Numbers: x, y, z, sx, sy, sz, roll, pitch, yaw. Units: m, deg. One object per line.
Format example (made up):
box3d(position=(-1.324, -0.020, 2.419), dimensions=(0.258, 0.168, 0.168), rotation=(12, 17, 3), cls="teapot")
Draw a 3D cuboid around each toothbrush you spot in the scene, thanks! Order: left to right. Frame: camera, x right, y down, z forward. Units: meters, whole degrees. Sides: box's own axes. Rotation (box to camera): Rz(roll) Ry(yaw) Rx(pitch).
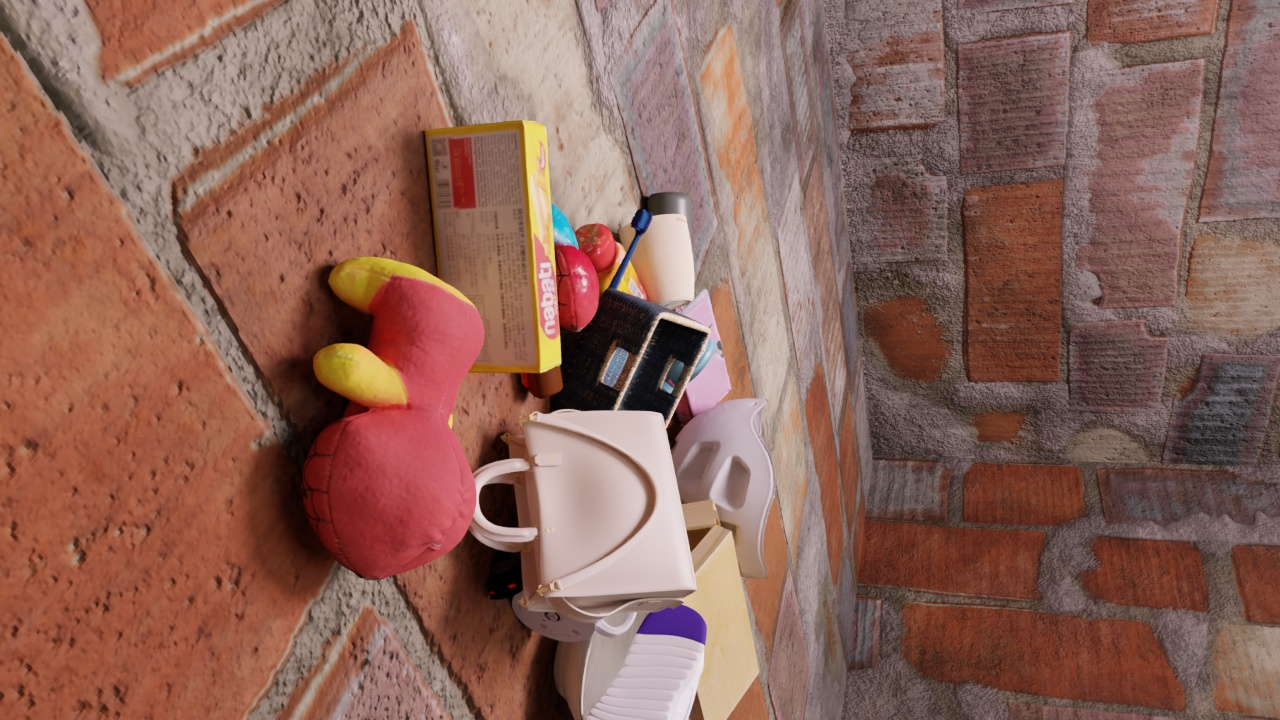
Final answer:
box3d(position=(-0.034, -0.077, 0.990), dimensions=(0.017, 0.016, 0.190), rotation=(27, 88, -46), cls="toothbrush")

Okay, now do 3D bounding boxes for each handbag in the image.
box3d(position=(-0.064, 0.136, 0.823), dimensions=(0.197, 0.102, 0.194), rotation=(6, 59, -29), cls="handbag")

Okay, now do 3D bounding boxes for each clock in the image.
box3d(position=(0.047, 0.007, 1.148), dimensions=(0.042, 0.123, 0.087), rotation=(41, 37, -15), cls="clock")

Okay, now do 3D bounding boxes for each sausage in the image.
box3d(position=(-0.103, -0.037, 0.877), dimensions=(0.040, 0.040, 0.156), rotation=(-42, 128, -63), cls="sausage")

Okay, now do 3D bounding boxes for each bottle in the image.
box3d(position=(-0.036, -0.097, 1.037), dimensions=(0.134, 0.048, 0.071), rotation=(62, 38, -51), cls="bottle")
box3d(position=(0.039, -0.167, 1.222), dimensions=(0.060, 0.060, 0.108), rotation=(-10, 98, -69), cls="bottle")

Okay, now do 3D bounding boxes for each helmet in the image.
box3d(position=(0.127, 0.165, 1.271), dimensions=(0.281, 0.184, 0.225), rotation=(-43, 144, -55), cls="helmet")

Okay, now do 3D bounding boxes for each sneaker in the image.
box3d(position=(0.000, 0.374, 0.931), dimensions=(0.111, 0.092, 0.243), rotation=(88, 25, -51), cls="sneaker")

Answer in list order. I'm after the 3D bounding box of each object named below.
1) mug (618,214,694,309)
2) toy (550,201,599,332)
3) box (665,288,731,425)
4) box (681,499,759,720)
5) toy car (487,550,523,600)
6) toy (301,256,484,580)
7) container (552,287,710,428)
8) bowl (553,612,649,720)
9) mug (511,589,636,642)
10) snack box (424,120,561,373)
box3d(position=(0.020, -0.113, 1.133), dimensions=(0.112, 0.085, 0.104), rotation=(148, -68, -68), cls="mug")
box3d(position=(-0.078, -0.094, 0.916), dimensions=(0.092, 0.062, 0.133), rotation=(120, -46, -79), cls="toy")
box3d(position=(0.075, -0.003, 1.271), dimensions=(0.233, 0.080, 0.099), rotation=(70, 26, -49), cls="box")
box3d(position=(0.067, 0.309, 1.120), dimensions=(0.179, 0.141, 0.249), rotation=(-130, -158, -56), cls="box")
box3d(position=(-0.111, 0.181, 0.849), dimensions=(0.036, 0.042, 0.091), rotation=(52, 35, -19), cls="toy car")
box3d(position=(-0.165, 0.042, 0.635), dimensions=(0.147, 0.099, 0.216), rotation=(32, 55, -57), cls="toy")
box3d(position=(-0.006, 0.006, 1.016), dimensions=(0.145, 0.071, 0.187), rotation=(-65, 159, 6), cls="container")
box3d(position=(-0.048, 0.319, 0.979), dimensions=(0.176, 0.058, 0.176), rotation=(5, 90, -67), cls="bowl")
box3d(position=(-0.054, 0.219, 0.899), dimensions=(0.119, 0.083, 0.096), rotation=(34, 43, -11), cls="mug")
box3d(position=(-0.119, -0.091, 0.753), dimensions=(0.042, 0.092, 0.201), rotation=(-24, 112, -67), cls="snack box")
